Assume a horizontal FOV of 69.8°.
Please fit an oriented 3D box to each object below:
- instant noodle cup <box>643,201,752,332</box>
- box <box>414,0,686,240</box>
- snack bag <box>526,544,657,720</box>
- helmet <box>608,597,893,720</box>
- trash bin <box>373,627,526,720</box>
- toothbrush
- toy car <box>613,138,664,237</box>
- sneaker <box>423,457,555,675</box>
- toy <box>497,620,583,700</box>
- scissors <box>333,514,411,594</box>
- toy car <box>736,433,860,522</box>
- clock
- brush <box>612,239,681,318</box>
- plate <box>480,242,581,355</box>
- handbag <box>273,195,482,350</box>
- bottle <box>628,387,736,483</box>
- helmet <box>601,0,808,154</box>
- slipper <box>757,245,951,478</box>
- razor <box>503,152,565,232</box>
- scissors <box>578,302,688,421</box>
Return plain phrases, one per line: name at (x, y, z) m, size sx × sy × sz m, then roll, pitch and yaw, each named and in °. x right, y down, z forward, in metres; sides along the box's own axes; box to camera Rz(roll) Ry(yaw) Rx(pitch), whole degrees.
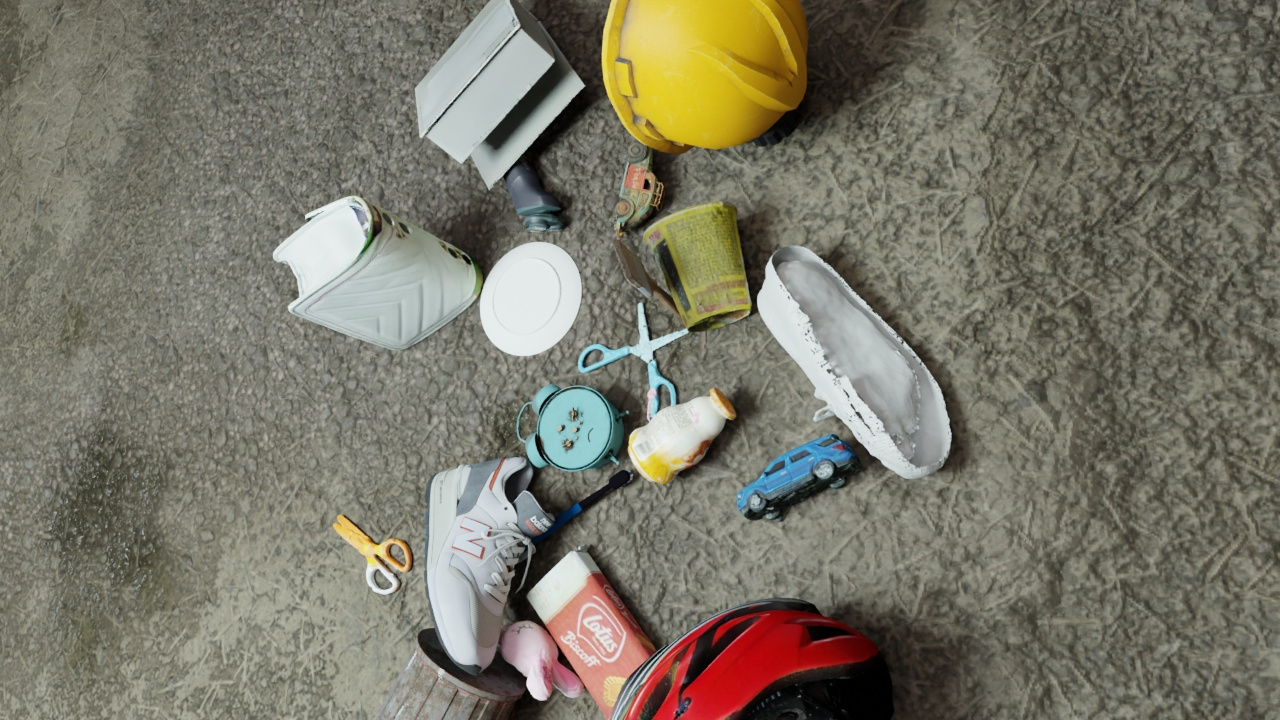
instant noodle cup at (0.064, -0.090, 0.917) m, size 0.102 × 0.102 × 0.108 m, roll -20°, pitch 79°, yaw 20°
box at (-0.090, -0.273, 1.157) m, size 0.169 × 0.403 × 0.171 m, roll -43°, pitch 49°, yaw 16°
snack bag at (-0.024, 0.293, 0.898) m, size 0.077 × 0.041 × 0.225 m, roll -46°, pitch 65°, yaw 12°
helmet at (0.077, 0.306, 0.745) m, size 0.271 × 0.218 × 0.167 m, roll -26°, pitch 37°, yaw -18°
trash bin at (-0.218, 0.394, 0.917) m, size 0.131 × 0.130 × 0.211 m, roll 28°, pitch 89°, yaw 28°
toothbrush at (-0.076, 0.162, 0.965) m, size 0.168 × 0.014 × 0.014 m, roll -36°, pitch 77°, yaw 17°
toy car at (0.002, -0.185, 0.991) m, size 0.047 × 0.047 × 0.112 m, roll 12°, pitch 89°, yaw 4°
sneaker at (-0.147, 0.187, 0.932) m, size 0.124 × 0.089 × 0.239 m, roll -27°, pitch 47°, yaw 8°
toy at (-0.105, 0.296, 0.919) m, size 0.110 × 0.063 × 0.047 m, roll 40°, pitch 97°, yaw 39°
scissors at (-0.320, 0.224, 1.071) m, size 0.130 × 0.013 × 0.070 m, roll 25°, pitch 89°, yaw 27°
toy car at (0.145, 0.110, 0.854) m, size 0.120 × 0.056 × 0.043 m, roll -31°, pitch 61°, yaw 13°
clock at (-0.074, 0.072, 0.964) m, size 0.124 × 0.053 × 0.090 m, roll 7°, pitch 80°, yaw 26°
brush at (0.015, -0.070, 0.903) m, size 0.008 × 0.143 × 0.045 m, roll -28°, pitch 59°, yaw 16°
plate at (-0.129, -0.072, 1.046) m, size 0.135 × 0.011 × 0.134 m, roll -6°, pitch 76°, yaw 24°
handbag at (-0.288, -0.099, 1.024) m, size 0.142 × 0.198 × 0.096 m, roll -32°, pitch 65°, yaw 15°
bottle at (0.042, 0.072, 0.903) m, size 0.109 × 0.063 × 0.063 m, roll -38°, pitch 65°, yaw 14°
helmet at (0.087, -0.279, 0.852) m, size 0.131 × 0.255 × 0.205 m, roll 31°, pitch 92°, yaw 28°
slipper at (0.189, 0.005, 0.844) m, size 0.112 × 0.075 × 0.246 m, roll -28°, pitch 66°, yaw -16°
razor at (-0.132, -0.203, 1.062) m, size 0.052 × 0.047 × 0.142 m, roll -47°, pitch 58°, yaw 36°
scissors at (-0.006, 0.006, 0.972) m, size 0.136 × 0.015 × 0.135 m, roll -13°, pitch 67°, yaw 20°
